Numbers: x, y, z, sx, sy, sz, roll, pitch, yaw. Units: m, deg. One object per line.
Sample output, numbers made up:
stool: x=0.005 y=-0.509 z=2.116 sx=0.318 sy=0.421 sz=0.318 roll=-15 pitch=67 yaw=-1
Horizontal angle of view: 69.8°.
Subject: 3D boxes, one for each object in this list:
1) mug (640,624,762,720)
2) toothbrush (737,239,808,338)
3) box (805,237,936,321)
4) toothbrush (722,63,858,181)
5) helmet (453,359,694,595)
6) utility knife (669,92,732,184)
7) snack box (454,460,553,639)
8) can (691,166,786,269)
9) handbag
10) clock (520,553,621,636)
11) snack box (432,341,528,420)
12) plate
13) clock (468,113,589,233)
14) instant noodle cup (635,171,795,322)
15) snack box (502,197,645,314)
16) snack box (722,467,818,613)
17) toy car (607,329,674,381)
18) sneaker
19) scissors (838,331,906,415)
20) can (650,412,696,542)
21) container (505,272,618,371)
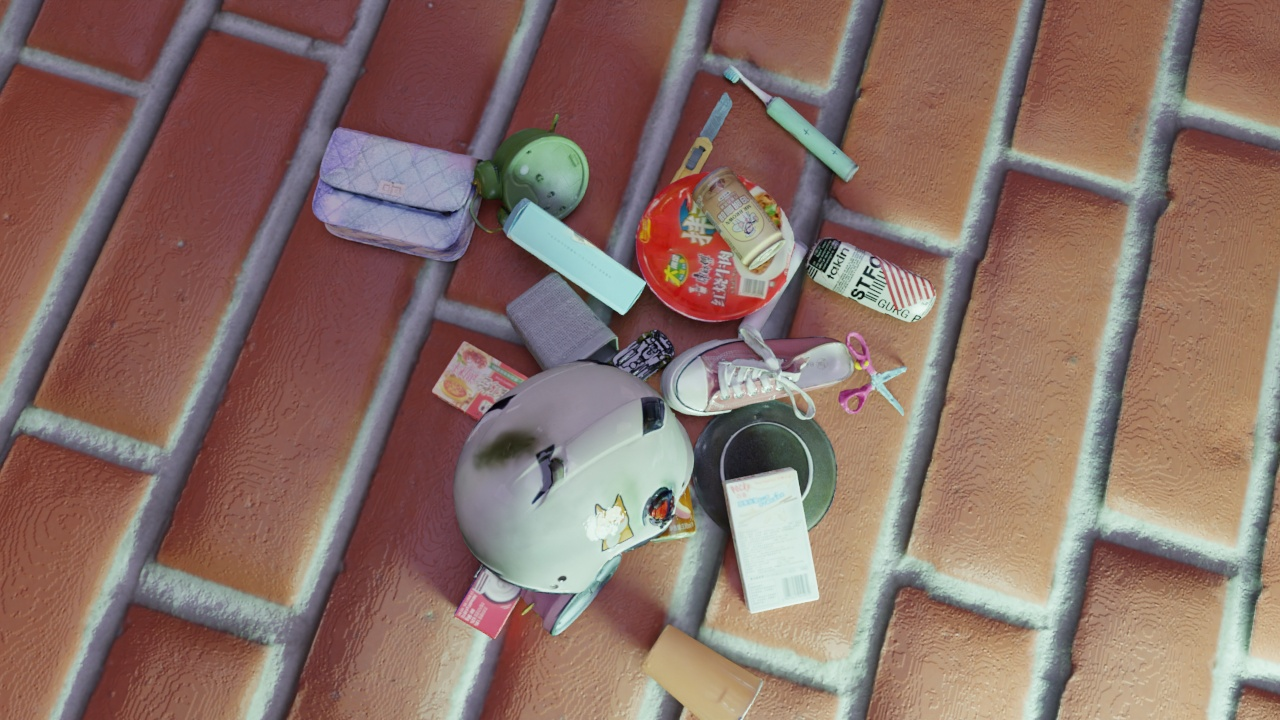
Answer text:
mug: x=0.065 y=0.356 z=1.033 sx=0.123 sy=0.078 sz=0.078 roll=34 pitch=78 yaw=11
toothbrush: x=0.146 y=-0.056 z=1.149 sx=0.026 sy=0.027 sz=0.220 roll=36 pitch=78 yaw=-18
box: x=0.287 y=-0.103 z=1.158 sx=0.163 sy=0.083 sz=0.075 roll=22 pitch=114 yaw=2
toothbrush: x=0.197 y=-0.317 z=1.207 sx=0.224 sy=0.026 sz=0.027 roll=44 pitch=101 yaw=7
helmet: x=-0.078 y=0.096 z=0.962 sx=0.273 sy=0.157 sz=0.230 roll=-38 pitch=53 yaw=-19
utility knife: x=0.067 y=-0.258 z=1.199 sx=0.031 sy=0.022 sz=0.220 roll=29 pitch=74 yaw=-2
snack box: x=-0.138 y=0.215 z=1.063 sx=0.058 sy=0.057 sz=0.207 roll=30 pitch=78 yaw=2
can: x=0.116 y=-0.170 z=1.089 sx=0.058 sy=0.058 sz=0.116 roll=-35 pitch=81 yaw=-9
handbag: x=-0.298 y=-0.207 z=1.142 sx=0.194 sy=0.076 sz=0.134 roll=12 pitch=77 yaw=0
clock: x=-0.068 y=0.231 z=1.034 sx=0.060 sy=0.117 sz=0.158 roll=39 pitch=80 yaw=16
snack box: x=-0.169 y=0.047 z=1.115 sx=0.153 sy=0.025 sz=0.075 roll=30 pitch=78 yaw=4
plate: x=0.151 y=0.132 z=1.108 sx=0.179 sy=0.024 sz=0.179 roll=0 pitch=78 yaw=-1
clock: x=-0.140 y=-0.219 z=1.131 sx=0.161 sy=0.116 sz=0.056 roll=-39 pitch=46 yaw=-6
instant noodle cup: x=0.090 y=-0.133 z=1.144 sx=0.194 sy=0.066 sz=0.193 roll=0 pitch=77 yaw=-1
snack box: x=-0.080 y=-0.125 z=1.098 sx=0.175 sy=0.074 sz=0.051 roll=34 pitch=95 yaw=-17
snack box: x=0.152 y=0.210 z=1.072 sx=0.084 sy=0.027 sz=0.157 roll=-11 pitch=92 yaw=-4
toy car: x=-0.007 y=0.007 z=1.126 sx=0.105 sy=0.032 sz=0.048 roll=-38 pitch=82 yaw=-5
sneaker: x=0.146 y=0.014 z=1.086 sx=0.241 sy=0.088 sz=0.118 roll=-8 pitch=92 yaw=-11
scissors: x=0.280 y=0.028 z=1.111 sx=0.133 sy=0.017 sz=0.130 roll=47 pitch=59 yaw=-21
can: x=0.026 y=0.138 z=1.085 sx=0.058 sy=0.058 sz=0.147 roll=-9 pitch=78 yaw=-4
container: x=-0.096 y=-0.034 z=1.105 sx=0.090 sy=0.090 sz=0.114 roll=-37 pitch=78 yaw=-10
